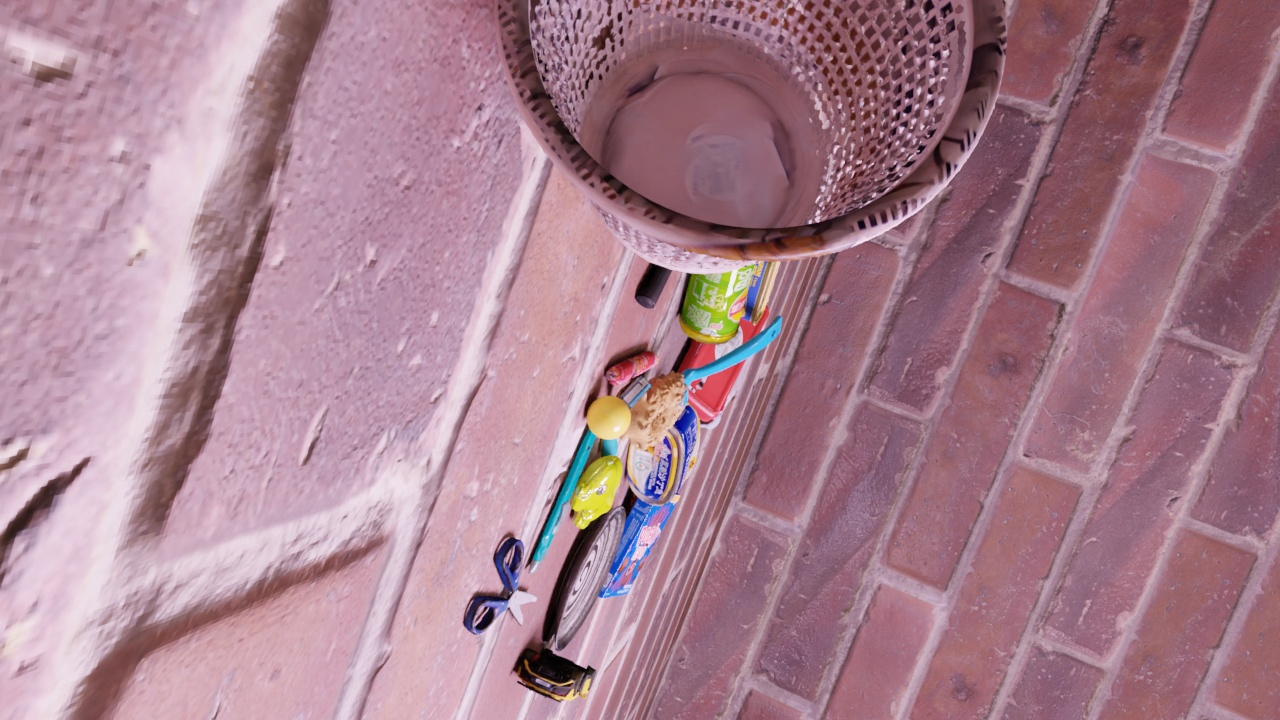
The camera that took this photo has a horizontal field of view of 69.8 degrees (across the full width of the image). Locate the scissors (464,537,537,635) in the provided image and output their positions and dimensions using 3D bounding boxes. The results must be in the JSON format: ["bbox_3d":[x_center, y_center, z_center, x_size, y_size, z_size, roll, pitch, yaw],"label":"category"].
[{"bbox_3d":[-0.117,0.212,0.794,0.140,0.012,0.171,-52,158,-49],"label":"scissors"}]

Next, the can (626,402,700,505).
[{"bbox_3d":[0.026,0.109,1.096,0.049,0.075,0.148,-51,158,-44],"label":"can"}]

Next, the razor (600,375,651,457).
[{"bbox_3d":[-0.023,0.068,0.917,0.043,0.028,0.133,-50,164,-40],"label":"razor"}]

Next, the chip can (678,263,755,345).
[{"bbox_3d":[0.097,-0.124,1.004,0.072,0.072,0.222,-54,161,-49],"label":"chip can"}]

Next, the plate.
[{"bbox_3d":[-0.064,0.248,1.064,0.179,0.024,0.180,-61,166,-26],"label":"plate"}]

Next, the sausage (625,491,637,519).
[{"bbox_3d":[-0.008,0.205,1.230,0.021,0.021,0.165,-48,156,-58],"label":"sausage"}]

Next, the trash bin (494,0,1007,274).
[{"bbox_3d":[0.044,-0.140,0.489,0.192,0.227,0.227,113,1,-81],"label":"trash bin"}]

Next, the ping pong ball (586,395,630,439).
[{"bbox_3d":[-0.029,0.052,0.838,0.040,0.040,0.040,23,89,-78],"label":"ping pong ball"}]

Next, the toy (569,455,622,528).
[{"bbox_3d":[-0.043,0.129,0.923,0.096,0.031,0.100,-34,154,-51],"label":"toy"}]

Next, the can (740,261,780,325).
[{"bbox_3d":[0.116,-0.104,1.095,0.057,0.083,0.102,-51,159,-53],"label":"can"}]

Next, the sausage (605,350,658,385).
[{"bbox_3d":[-0.005,0.005,0.912,0.155,0.020,0.020,-26,136,-72],"label":"sausage"}]

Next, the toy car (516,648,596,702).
[{"bbox_3d":[-0.089,0.347,1.006,0.156,0.071,0.041,66,45,-74],"label":"toy car"}]

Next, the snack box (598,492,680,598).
[{"bbox_3d":[-0.006,0.237,1.206,0.157,0.026,0.084,-62,157,2],"label":"snack box"}]

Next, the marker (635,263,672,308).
[{"bbox_3d":[0.031,-0.107,0.874,0.022,0.020,0.131,107,9,-67],"label":"marker"}]

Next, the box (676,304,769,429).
[{"bbox_3d":[0.094,-0.002,1.236,0.099,0.095,0.200,-23,-148,55],"label":"box"}]

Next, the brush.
[{"bbox_3d":[0.074,0.016,1.024,0.254,0.046,0.083,-31,141,-29],"label":"brush"}]

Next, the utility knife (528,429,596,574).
[{"bbox_3d":[-0.068,0.123,0.857,0.029,0.013,0.164,54,59,-79],"label":"utility knife"}]
